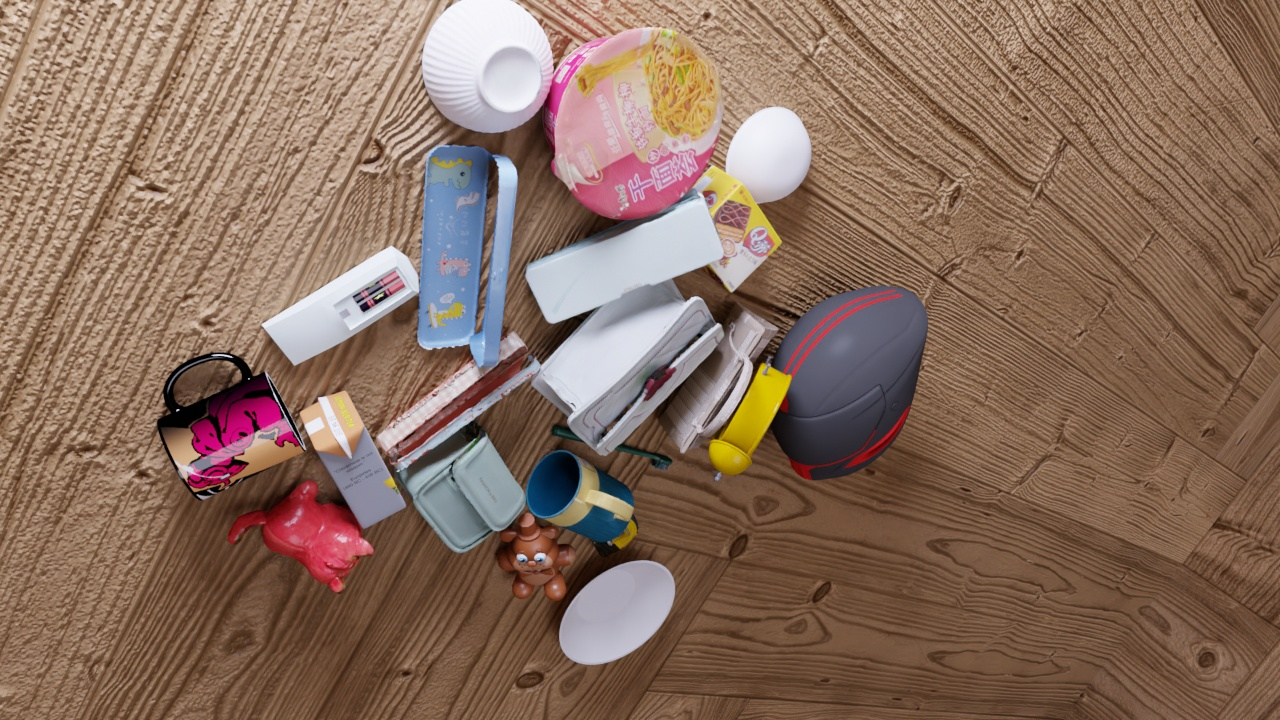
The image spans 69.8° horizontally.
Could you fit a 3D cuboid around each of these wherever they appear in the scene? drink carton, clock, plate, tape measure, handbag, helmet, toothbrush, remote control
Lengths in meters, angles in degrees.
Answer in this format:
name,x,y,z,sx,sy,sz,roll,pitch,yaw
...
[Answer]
name,x,y,z,sx,sy,sz,roll,pitch,yaw
drink carton,-0.284,0.099,0.911,0.048,0.076,0.125,-28,133,-16
clock,0.122,0.071,1.055,0.052,0.113,0.152,29,101,4
plate,-0.038,0.329,1.236,0.173,0.036,0.174,-16,125,-24
tape measure,-0.035,0.213,1.165,0.064,0.037,0.066,-35,131,-10
handbag,-0.193,0.138,0.997,0.106,0.067,0.122,-35,131,-12
helmet,0.249,0.017,1.142,0.265,0.164,0.170,-50,133,4
toothbrush,-0.032,0.108,1.117,0.189,0.016,0.017,20,107,-39
handbag,0.093,0.034,1.036,0.062,0.197,0.176,32,99,-5
remote control,-0.274,-0.050,0.856,0.143,0.024,0.049,-34,131,-11
handbag,-0.006,0.006,1.011,0.198,0.096,0.142,-46,149,-2

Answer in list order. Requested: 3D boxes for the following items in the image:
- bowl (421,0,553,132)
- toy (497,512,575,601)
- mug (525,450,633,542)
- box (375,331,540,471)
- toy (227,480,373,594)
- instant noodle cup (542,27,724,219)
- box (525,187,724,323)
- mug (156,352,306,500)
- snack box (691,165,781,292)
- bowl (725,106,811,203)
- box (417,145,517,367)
name,x,y,z,sx,sy,sz,roll,pitch,yaw
bowl,-0.125,-0.252,0.802,0.118,0.062,0.118,-16,125,-24
toy,-0.126,0.232,1.089,0.095,0.065,0.128,-4,137,0
mug,-0.058,0.165,1.071,0.107,0.114,0.083,38,68,-43
box,-0.185,0.050,0.957,0.188,0.062,0.058,-38,176,-5
toy,-0.335,0.176,0.912,0.132,0.094,0.088,19,107,-38
instant noodle cup,-0.017,-0.231,0.876,0.178,0.078,0.179,-16,124,-25
box,-0.017,-0.105,0.933,0.199,0.066,0.083,-22,139,9
mug,-0.375,0.051,0.826,0.098,0.082,0.118,-27,102,-17
snack box,0.091,-0.143,1.010,0.083,0.061,0.106,-45,132,0
bowl,0.152,-0.220,1.016,0.109,0.040,0.110,-16,125,-24
box,-0.163,-0.093,0.870,0.077,0.074,0.209,-4,120,-26
